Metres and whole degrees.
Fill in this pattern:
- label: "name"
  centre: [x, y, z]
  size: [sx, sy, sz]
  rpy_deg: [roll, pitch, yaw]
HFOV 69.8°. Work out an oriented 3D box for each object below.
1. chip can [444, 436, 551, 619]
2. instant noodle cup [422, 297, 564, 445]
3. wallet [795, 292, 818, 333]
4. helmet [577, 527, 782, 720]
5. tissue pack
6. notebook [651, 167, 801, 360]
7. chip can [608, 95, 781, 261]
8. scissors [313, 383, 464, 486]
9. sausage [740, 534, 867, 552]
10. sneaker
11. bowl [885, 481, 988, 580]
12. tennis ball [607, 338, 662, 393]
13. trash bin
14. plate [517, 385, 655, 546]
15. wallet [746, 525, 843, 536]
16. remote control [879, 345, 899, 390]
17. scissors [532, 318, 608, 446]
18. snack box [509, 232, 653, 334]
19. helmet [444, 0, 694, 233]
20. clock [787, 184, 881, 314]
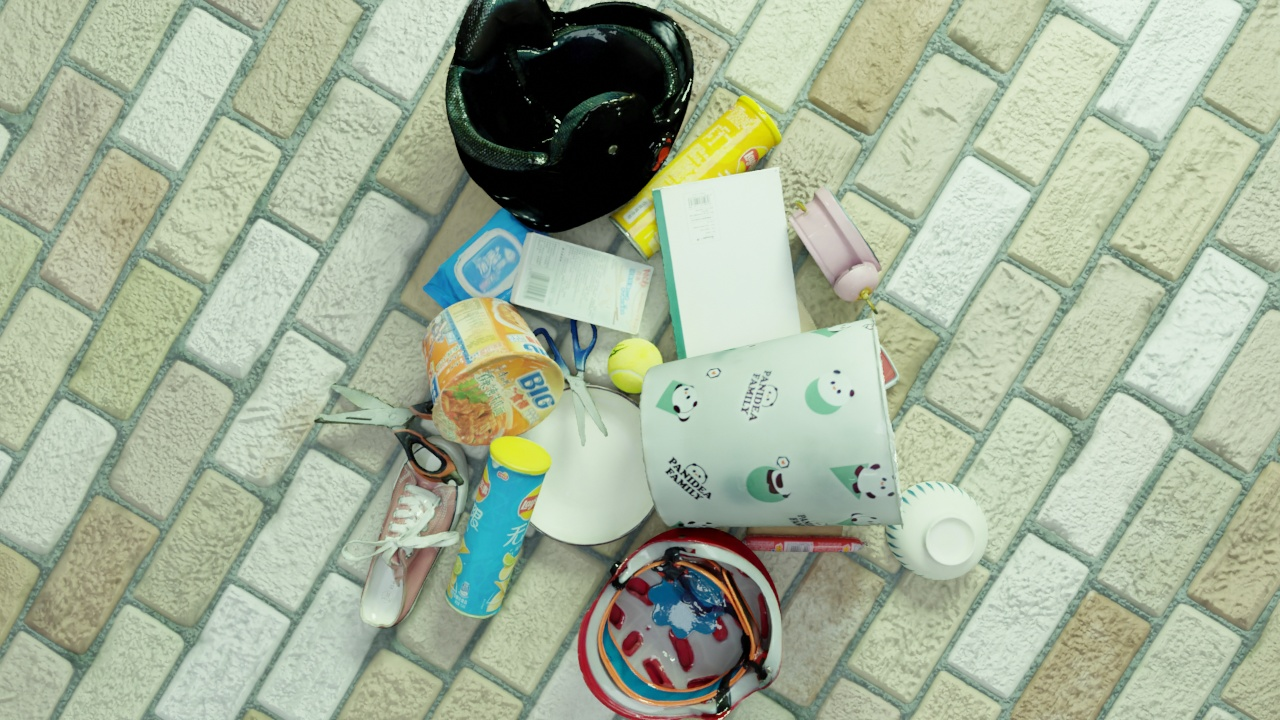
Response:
- label: "chip can"
  centre: [-0.166, 0.194, 1.059]
  size: [0.071, 0.071, 0.210]
  rpy_deg: [21, 110, 1]
- label: "instant noodle cup"
  centre: [-0.176, 0.008, 1.041]
  size: [0.151, 0.151, 0.111]
  rpy_deg: [-30, 53, 2]
- label: "wallet"
  centre: [0.146, -0.036, 1.100]
  size: [0.115, 0.024, 0.087]
  rpy_deg: [-32, 86, 1]
- label: "helmet"
  centre: [0.051, 0.293, 1.056]
  size: [0.240, 0.143, 0.207]
  rpy_deg: [-36, 92, 18]
- label: "tissue pack"
  centre: [-0.175, -0.108, 1.090]
  size: [0.157, 0.052, 0.095]
  rpy_deg: [-42, 90, 2]
- label: "notebook"
  centre: [0.101, -0.106, 1.057]
  size: [0.150, 0.012, 0.209]
  rpy_deg: [-10, 103, -4]
- label: "chip can"
  centre: [0.063, -0.211, 1.071]
  size: [0.213, 0.072, 0.072]
  rpy_deg: [-42, 90, 2]
- label: "scissors"
  centre: [-0.273, 0.076, 1.093]
  size: [0.188, 0.015, 0.224]
  rpy_deg: [-28, 61, -20]
- label: "sausage"
  centre: [0.193, 0.218, 1.090]
  size: [0.156, 0.020, 0.020]
  rpy_deg: [2, 92, -3]
- label: "sneaker"
  centre: [-0.273, 0.206, 1.082]
  size: [0.118, 0.088, 0.241]
  rpy_deg: [21, 87, 1]
- label: "bowl"
  centre: [0.354, 0.204, 1.079]
  size: [0.116, 0.066, 0.116]
  rpy_deg: [0, 92, 1]
- label: "tennis ball"
  centre: [-0.006, 0.006, 1.083]
  size: [0.065, 0.065, 0.065]
  rpy_deg: [0, 92, 1]
- label: "trash bin"
  centre: [0.144, 0.078, 0.996]
  size: [0.252, 0.229, 0.229]
  rpy_deg: [-8, 91, 15]
- label: "plate"
  centre: [-0.065, 0.125, 1.101]
  size: [0.192, 0.039, 0.192]
  rpy_deg: [0, 92, 2]
- label: "wallet"
  centre: [0.190, 0.170, 1.107]
  size: [0.115, 0.020, 0.101]
  rpy_deg: [8, 93, -1]
- label: "remote control"
  centre: [0.241, 0.034, 1.100]
  size: [0.136, 0.020, 0.056]
  rpy_deg: [-30, 92, 2]
- label: "scissors"
  centre: [-0.069, 0.015, 1.077]
  size: [0.170, 0.012, 0.144]
  rpy_deg: [35, 76, 23]
- label: "snack box"
  centre: [-0.067, -0.089, 1.072]
  size: [0.156, 0.027, 0.084]
  rpy_deg: [14, 92, -23]
- label: "helmet"
  centre: [-0.074, -0.270, 1.000]
  size: [0.274, 0.231, 0.233]
  rpy_deg: [-31, 67, -18]
- label: "clock"
  centre: [0.230, -0.121, 1.050]
  size: [0.060, 0.117, 0.158]
  rpy_deg: [-35, 88, 12]
